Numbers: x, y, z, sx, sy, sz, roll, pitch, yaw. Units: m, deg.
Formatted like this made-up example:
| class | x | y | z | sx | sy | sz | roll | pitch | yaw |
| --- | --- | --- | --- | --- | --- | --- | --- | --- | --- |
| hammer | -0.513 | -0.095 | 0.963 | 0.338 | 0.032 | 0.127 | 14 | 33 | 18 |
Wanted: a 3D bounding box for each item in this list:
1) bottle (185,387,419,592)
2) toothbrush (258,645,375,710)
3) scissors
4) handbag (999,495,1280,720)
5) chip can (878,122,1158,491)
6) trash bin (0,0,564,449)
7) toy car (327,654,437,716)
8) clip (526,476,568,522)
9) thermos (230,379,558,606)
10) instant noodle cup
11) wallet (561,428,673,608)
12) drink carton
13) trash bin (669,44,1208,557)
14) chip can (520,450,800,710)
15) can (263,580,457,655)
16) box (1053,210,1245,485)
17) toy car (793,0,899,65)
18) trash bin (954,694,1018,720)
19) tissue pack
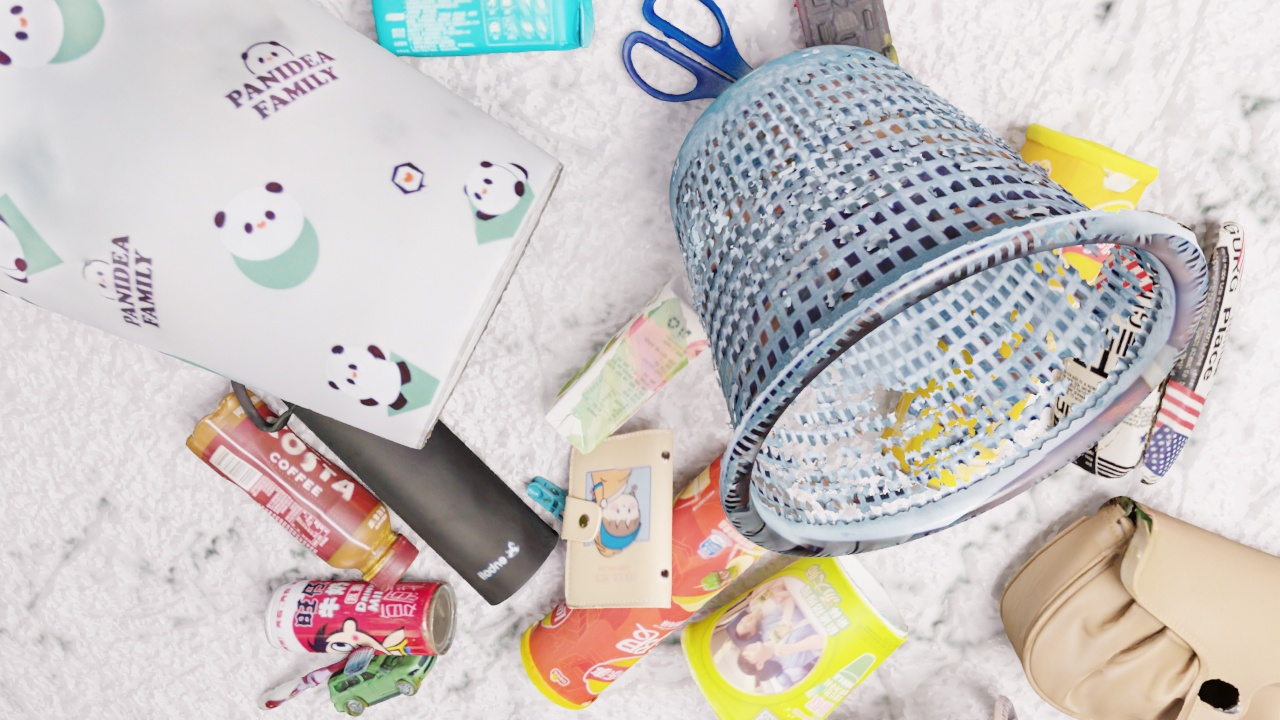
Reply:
| class | x | y | z | sx | sy | sz | roll | pitch | yaw |
| --- | --- | --- | --- | --- | --- | --- | --- | --- | --- |
| bottle | -0.237 | 0.096 | 0.658 | 0.175 | 0.057 | 0.058 | 43 | 110 | -8 |
| toothbrush | -0.255 | 0.251 | 0.710 | 0.016 | 0.017 | 0.188 | 37 | 131 | -24 |
| scissors | 0.075 | -0.167 | 0.541 | 0.175 | 0.012 | 0.108 | 8 | 111 | 4 |
| handbag | 0.346 | 0.180 | 0.580 | 0.204 | 0.099 | 0.148 | 20 | 108 | -3 |
| chip can | 0.215 | -0.026 | 0.541 | 0.072 | 0.072 | 0.214 | 20 | 113 | 1 |
| trash bin | -0.195 | -0.086 | 0.508 | 0.252 | 0.229 | 0.230 | 27 | 111 | -8 |
| toy car | -0.201 | 0.244 | 0.714 | 0.091 | 0.043 | 0.036 | -22 | 105 | 14 |
| clip | -0.056 | 0.102 | 0.654 | 0.056 | 0.039 | 0.014 | 36 | 110 | 4 |
| thermos | -0.172 | 0.069 | 0.634 | 0.090 | 0.068 | 0.242 | -43 | 98 | 13 |
| instant noodle cup | 0.110 | 0.189 | 0.620 | 0.123 | 0.111 | 0.111 | -42 | 99 | 12 |
| wallet | -0.016 | 0.106 | 0.610 | 0.087 | 0.024 | 0.115 | -9 | 72 | 32 |
| drink carton | -0.004 | 0.003 | 0.592 | 0.045 | 0.053 | 0.123 | 42 | 111 | -8 |
| trash bin | 0.114 | -0.044 | 0.460 | 0.226 | 0.195 | 0.227 | -13 | 142 | -11 |
| chip can | 0.011 | 0.154 | 0.636 | 0.073 | 0.073 | 0.217 | 43 | 109 | -8 |
| can | -0.210 | 0.194 | 0.692 | 0.133 | 0.053 | 0.053 | -1 | 110 | 9 |
| box | 0.313 | -0.005 | 0.547 | 0.088 | 0.076 | 0.163 | 1 | 109 | -18 |
| toy car | 0.112 | -0.196 | 0.514 | 0.049 | 0.031 | 0.106 | -15 | 108 | 12 |
| trash bin | 0.164 | 0.346 | 0.622 | 0.192 | 0.226 | 0.227 | -8 | 109 | 25 |
| tissue pack | -0.096 | -0.223 | 0.525 | 0.133 | 0.050 | 0.093 | 1 | 112 | 8 |
